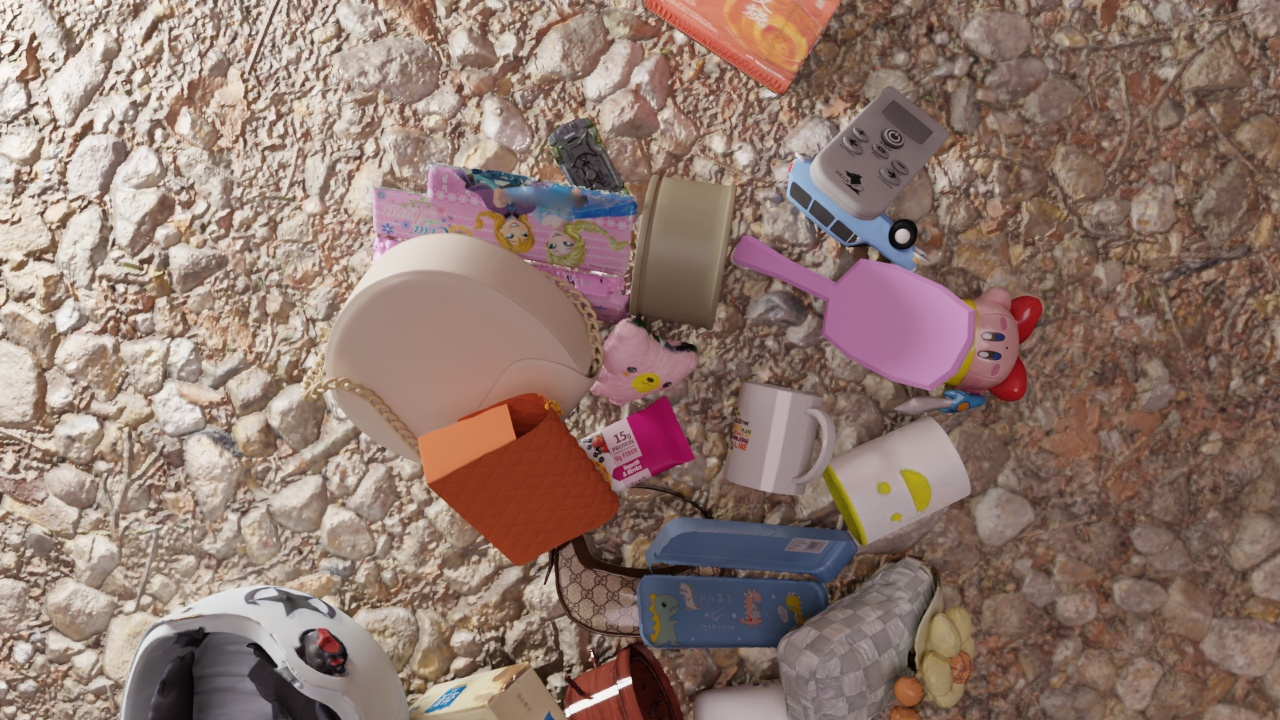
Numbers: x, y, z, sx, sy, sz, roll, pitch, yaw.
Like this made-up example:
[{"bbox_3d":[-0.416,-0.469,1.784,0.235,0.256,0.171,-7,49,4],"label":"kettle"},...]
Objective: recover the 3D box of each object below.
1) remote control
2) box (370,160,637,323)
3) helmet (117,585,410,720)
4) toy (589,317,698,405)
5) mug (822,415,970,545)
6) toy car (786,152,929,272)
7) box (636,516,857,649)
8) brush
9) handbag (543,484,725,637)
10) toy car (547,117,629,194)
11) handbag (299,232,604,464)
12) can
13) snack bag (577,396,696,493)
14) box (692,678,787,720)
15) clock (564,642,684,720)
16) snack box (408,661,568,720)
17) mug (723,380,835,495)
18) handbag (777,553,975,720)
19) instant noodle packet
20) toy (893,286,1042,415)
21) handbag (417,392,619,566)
[{"bbox_3d":[0.210,-0.183,0.805,0.074,0.019,0.150,41,59,5],"label":"remote control"},{"bbox_3d":[-0.119,-0.090,0.799,0.230,0.159,0.066,10,57,2],"label":"box"},{"bbox_3d":[-0.304,0.312,0.801,0.264,0.163,0.237,23,105,14],"label":"helmet"},{"bbox_3d":[-0.005,0.005,0.835,0.093,0.050,0.102,-44,134,19],"label":"toy"},{"bbox_3d":[0.228,0.107,0.825,0.106,0.082,0.082,-26,91,1],"label":"mug"},{"bbox_3d":[0.194,-0.130,0.828,0.153,0.056,0.055,41,111,5],"label":"toy car"},{"bbox_3d":[0.093,0.195,0.808,0.209,0.049,0.120,10,97,-29],"label":"box"},{"bbox_3d":[0.185,-0.053,0.816,0.229,0.043,0.089,31,101,28],"label":"brush"},{"bbox_3d":[-0.005,0.185,0.854,0.166,0.063,0.138,2,75,6],"label":"handbag"},{"bbox_3d":[-0.045,-0.170,0.848,0.048,0.033,0.105,-27,95,0],"label":"toy car"},{"bbox_3d":[-0.156,0.005,0.779,0.208,0.103,0.211,30,125,-15],"label":"handbag"},{"bbox_3d":[0.037,-0.095,0.801,0.073,0.127,0.128,10,92,3],"label":"can"},{"bbox_3d":[-0.051,0.103,0.854,0.196,0.016,0.070,-25,63,3],"label":"snack bag"},{"bbox_3d":[0.126,0.364,0.839,0.136,0.083,0.143,-12,83,1],"label":"box"},{"bbox_3d":[-0.007,0.337,0.823,0.072,0.120,0.157,-26,83,10],"label":"clock"},{"bbox_3d":[-0.117,0.349,0.794,0.055,0.208,0.153,-35,91,-41],"label":"snack box"},{"bbox_3d":[0.129,0.071,0.819,0.073,0.105,0.089,9,93,-37],"label":"mug"},{"bbox_3d":[0.206,0.259,0.784,0.171,0.123,0.112,-22,114,-29],"label":"handbag"},{"bbox_3d":[0.083,-0.316,0.746,0.164,0.221,0.084,34,94,0],"label":"instant noodle packet"},{"bbox_3d":[0.281,-0.010,0.831,0.131,0.097,0.124,7,99,-17],"label":"toy"},{"bbox_3d":[-0.094,0.094,0.763,0.109,0.172,0.060,-24,53,3],"label":"handbag"}]
